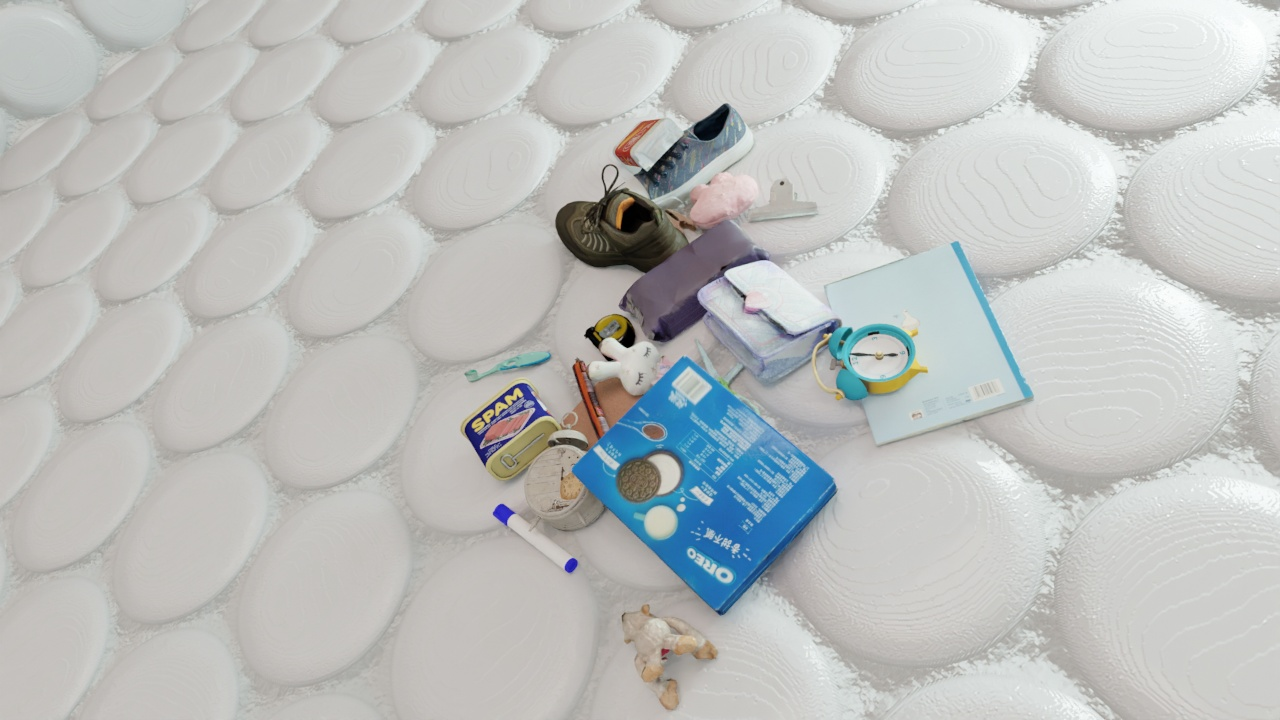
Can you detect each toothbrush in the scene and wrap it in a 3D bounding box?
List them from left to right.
[{"bbox_3d":[-0.192,0.007,1.324,0.135,0.017,0.022,-15,49,14],"label":"toothbrush"}]

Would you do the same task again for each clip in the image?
[{"bbox_3d":[0.059,-0.205,1.358,0.052,0.026,0.058,-12,54,14],"label":"clip"},{"bbox_3d":[0.202,-0.231,1.304,0.102,0.045,0.055,-3,68,22],"label":"clip"}]

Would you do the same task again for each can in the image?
[{"bbox_3d":[-0.171,0.092,1.220,0.116,0.056,0.092,-39,44,-4],"label":"can"}]

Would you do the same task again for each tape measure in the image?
[{"bbox_3d":[-0.039,-0.036,1.274,0.061,0.034,0.061,-39,51,-8],"label":"tape measure"}]

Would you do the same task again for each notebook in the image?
[{"bbox_3d":[-0.018,0.112,1.176,0.209,0.008,0.141,32,74,37],"label":"notebook"},{"bbox_3d":[0.339,-0.027,1.112,0.181,0.009,0.253,-18,51,13],"label":"notebook"}]

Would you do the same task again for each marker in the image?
[{"bbox_3d":[-0.133,0.220,1.143,0.141,0.020,0.020,28,71,36],"label":"marker"}]

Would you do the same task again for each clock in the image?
[{"bbox_3d":[-0.096,0.135,1.147,0.103,0.061,0.156,-10,62,24],"label":"clock"},{"bbox_3d":[0.270,0.000,1.092,0.130,0.044,0.099,-10,53,11],"label":"clock"}]

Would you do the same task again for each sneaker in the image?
[{"bbox_3d":[-0.050,-0.205,1.329,0.238,0.143,0.101,18,66,34],"label":"sneaker"},{"bbox_3d":[0.062,-0.303,1.390,0.235,0.079,0.087,-32,49,0],"label":"sneaker"}]

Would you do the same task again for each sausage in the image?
[{"bbox_3d":[-0.066,0.053,1.220,0.020,0.020,0.155,-27,50,4],"label":"sausage"}]

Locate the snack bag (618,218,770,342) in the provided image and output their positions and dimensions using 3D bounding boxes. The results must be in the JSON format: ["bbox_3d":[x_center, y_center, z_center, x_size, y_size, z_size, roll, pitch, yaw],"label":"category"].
[{"bbox_3d":[0.072,-0.112,1.263,0.205,0.058,0.096,-35,50,-3],"label":"snack bag"}]

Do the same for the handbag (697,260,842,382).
[{"bbox_3d":[0.163,-0.061,1.177,0.126,0.069,0.158,-30,47,-10],"label":"handbag"}]

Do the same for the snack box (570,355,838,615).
[{"bbox_3d":[0.071,0.138,1.048,0.195,0.056,0.239,-45,67,-10],"label":"snack box"}]

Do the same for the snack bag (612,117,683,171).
[{"bbox_3d":[0.006,-0.327,1.380,0.077,0.041,0.225,-45,15,3],"label":"snack bag"}]

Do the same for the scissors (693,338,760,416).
[{"bbox_3d":[0.104,0.034,1.172,0.171,0.023,0.172,-43,48,-12],"label":"scissors"}]

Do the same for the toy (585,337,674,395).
[{"bbox_3d":[-0.007,0.007,1.213,0.123,0.038,0.079,12,58,7],"label":"toy"}]

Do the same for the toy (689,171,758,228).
[{"bbox_3d":[0.115,-0.239,1.342,0.108,0.053,0.105,-32,38,4],"label":"toy"}]

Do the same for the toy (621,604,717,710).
[{"bbox_3d":[0.015,0.310,0.990,0.106,0.074,0.085,32,87,42],"label":"toy"}]
